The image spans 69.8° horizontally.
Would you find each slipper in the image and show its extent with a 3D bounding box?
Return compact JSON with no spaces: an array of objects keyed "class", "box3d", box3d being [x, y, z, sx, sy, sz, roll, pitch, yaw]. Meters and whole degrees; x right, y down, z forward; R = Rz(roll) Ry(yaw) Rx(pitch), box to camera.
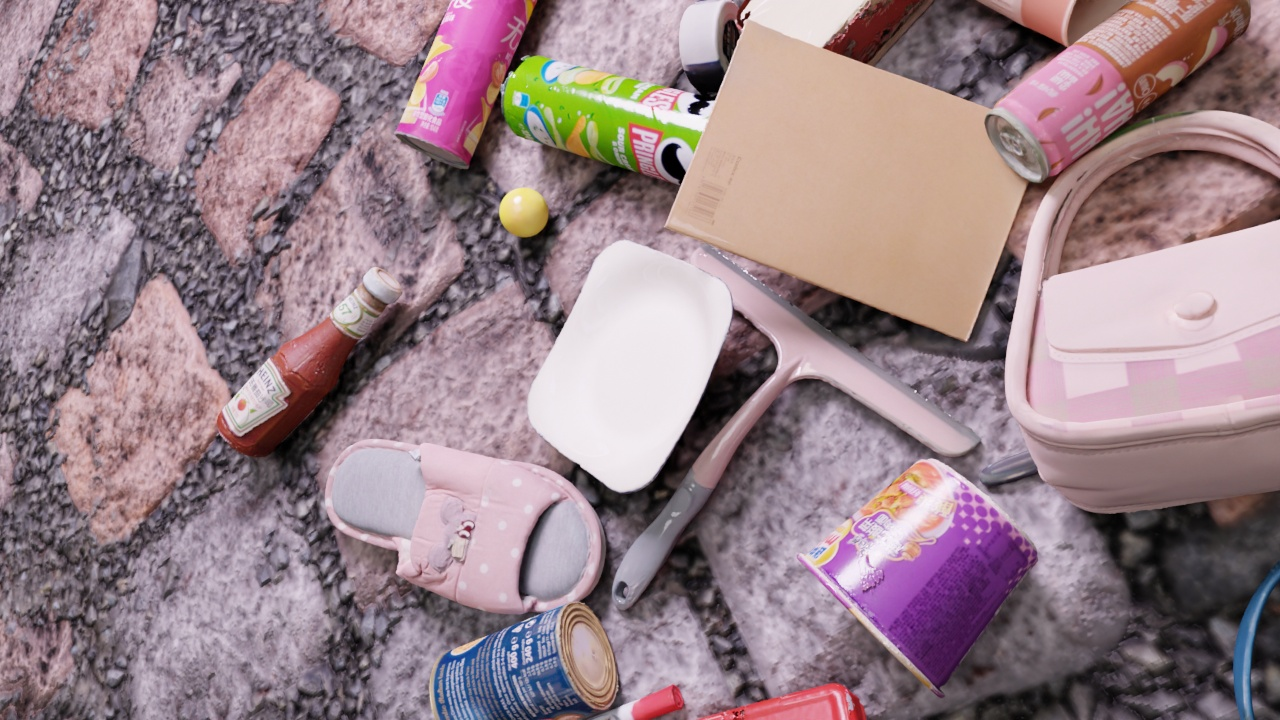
[{"class":"slipper","box3d":[-0.150,0.121,0.712,0.275,0.054,0.114,12,82,29]}]

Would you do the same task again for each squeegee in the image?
[{"class":"squeegee","box3d":[0.051,0.074,0.631,0.248,0.040,0.250,40,97,29]}]

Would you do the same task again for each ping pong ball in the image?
[{"class":"ping pong ball","box3d":[-0.096,-0.122,0.755,0.040,0.040,0.040,-7,74,25]}]

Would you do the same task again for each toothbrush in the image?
[{"class":"toothbrush","box3d":[0.286,0.038,0.534,0.181,0.018,0.015,-25,70,21]}]

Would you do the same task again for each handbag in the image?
[{"class":"handbag","box3d":[0.304,-0.042,0.507,0.194,0.093,0.233,-13,53,29]}]

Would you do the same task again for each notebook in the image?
[{"class":"notebook","box3d":[0.140,-0.119,0.601,0.211,0.012,0.149,21,88,5]}]

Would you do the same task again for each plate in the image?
[{"class":"plate","box3d":[-0.004,0.004,0.662,0.164,0.034,0.164,30,94,47]}]

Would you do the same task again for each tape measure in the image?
[{"class":"tape measure","box3d":[0.056,-0.238,0.693,0.034,0.066,0.065,2,78,29]}]

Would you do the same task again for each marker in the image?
[{"class":"marker","box3d":[-0.035,0.258,0.640,0.145,0.017,0.017,-28,66,18]}]

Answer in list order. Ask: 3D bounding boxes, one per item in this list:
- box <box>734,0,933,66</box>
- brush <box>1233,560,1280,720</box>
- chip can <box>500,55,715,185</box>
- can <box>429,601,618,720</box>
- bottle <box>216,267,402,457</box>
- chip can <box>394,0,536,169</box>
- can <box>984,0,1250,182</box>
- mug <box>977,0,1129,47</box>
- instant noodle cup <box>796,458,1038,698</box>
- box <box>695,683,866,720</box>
[{"class":"box","box3d":[0.153,-0.274,0.647,0.168,0.076,0.091,-47,61,9]},{"class":"brush","box3d":[0.337,0.155,0.454,0.074,0.055,0.143,5,80,28]},{"class":"chip can","box3d":[0.000,-0.178,0.704,0.236,0.072,0.072,23,88,30]},{"class":"can","box3d":[-0.079,0.221,0.638,0.111,0.075,0.075,-26,66,18]},{"class":"bottle","box3d":[-0.290,0.000,0.811,0.206,0.059,0.059,-44,62,11]},{"class":"chip can","box3d":[-0.142,-0.278,0.802,0.071,0.071,0.210,20,87,30]},{"class":"can","box3d":[0.286,-0.174,0.555,0.147,0.058,0.058,-38,63,6]},{"class":"mug","box3d":[0.268,-0.269,0.592,0.114,0.082,0.106,-37,58,-16]},{"class":"instant noodle cup","box3d":[0.162,0.118,0.528,0.099,0.111,0.111,-47,61,-1]},{"class":"box","box3d":[0.063,0.293,0.569,0.202,0.098,0.118,-24,35,21]}]
